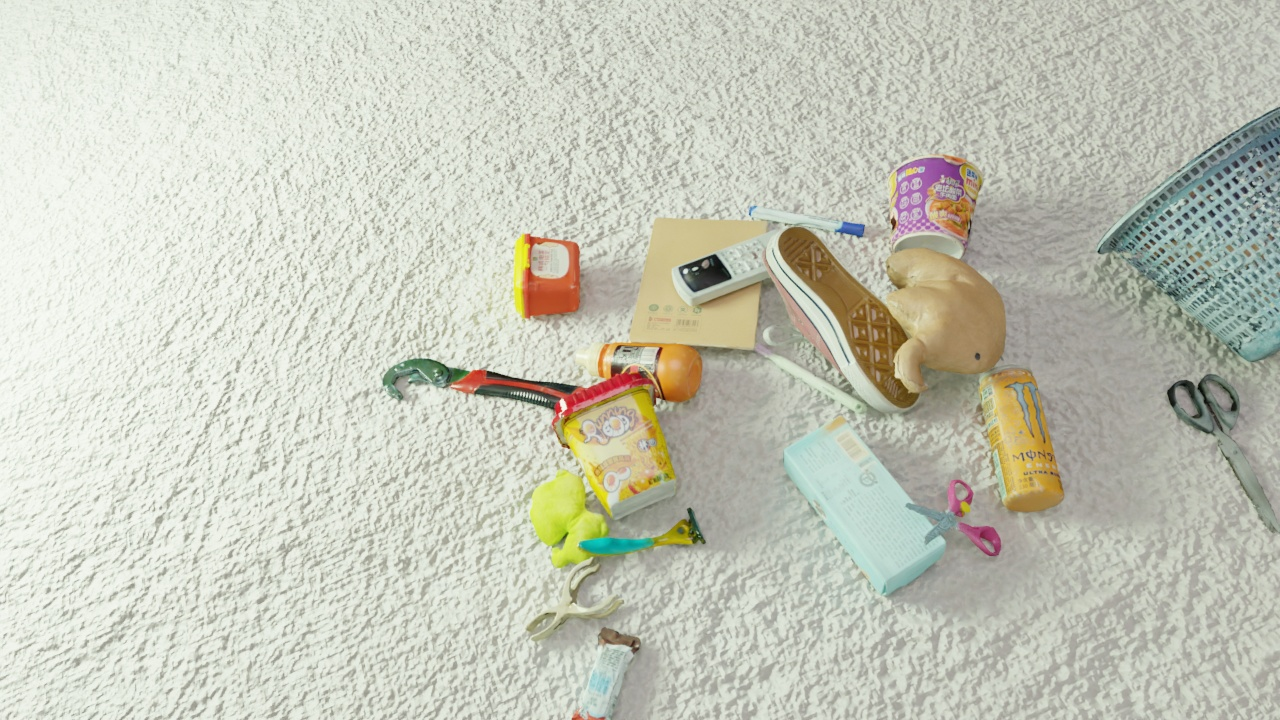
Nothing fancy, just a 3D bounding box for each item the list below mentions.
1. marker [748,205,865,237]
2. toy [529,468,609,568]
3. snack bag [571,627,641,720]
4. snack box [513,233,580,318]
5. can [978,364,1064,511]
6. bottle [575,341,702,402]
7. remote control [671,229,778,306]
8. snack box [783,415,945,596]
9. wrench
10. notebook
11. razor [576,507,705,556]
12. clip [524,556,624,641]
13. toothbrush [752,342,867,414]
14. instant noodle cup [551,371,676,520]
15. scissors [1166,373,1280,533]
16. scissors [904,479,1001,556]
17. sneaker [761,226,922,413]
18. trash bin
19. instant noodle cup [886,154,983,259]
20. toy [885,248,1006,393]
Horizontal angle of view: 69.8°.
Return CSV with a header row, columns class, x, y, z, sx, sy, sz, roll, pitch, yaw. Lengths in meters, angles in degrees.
class,x,y,z,sx,sy,sz,roll,pitch,yaw
marker,0.208,-0.175,1.151,0.146,0.017,0.016,13,62,15
toy,-0.080,0.169,0.974,0.100,0.031,0.096,23,79,24
snack bag,-0.035,0.312,0.887,0.045,0.026,0.105,7,59,23
snack box,-0.113,-0.104,1.120,0.080,0.082,0.091,0,59,-3
can,0.390,0.080,0.945,0.058,0.058,0.145,-3,59,6
bottle,-0.006,0.006,1.050,0.150,0.067,0.066,9,61,22
remote control,0.113,-0.112,1.101,0.150,0.021,0.058,-21,53,-10
snack box,0.224,0.145,0.934,0.074,0.052,0.174,-30,60,-9
wrench,-0.175,0.032,1.083,0.274,0.016,0.056,6,60,12
notebook,0.074,-0.098,1.115,0.148,0.008,0.207,3,53,10
razor,-0.001,0.184,0.947,0.132,0.028,0.043,-8,44,-13
clip,-0.070,0.238,0.934,0.102,0.035,0.095,-13,62,9
toothbrush,0.174,0.010,1.042,0.189,0.020,0.029,33,93,24
instant noodle cup,-0.021,0.094,0.974,0.116,0.116,0.123,-22,70,-6
scissors,0.593,0.094,0.937,0.133,0.014,0.175,18,66,17
scissors,0.308,0.163,0.895,0.135,0.017,0.108,-19,70,-49
sneaker,0.216,-0.038,1.027,0.118,0.088,0.241,-35,84,-26
trash bin,0.636,-0.115,0.954,0.226,0.227,0.195,-29,72,-9
instant noodle cup,0.342,-0.171,1.081,0.112,0.112,0.099,8,69,13
toy,0.322,-0.038,0.970,0.143,0.083,0.225,20,38,2
